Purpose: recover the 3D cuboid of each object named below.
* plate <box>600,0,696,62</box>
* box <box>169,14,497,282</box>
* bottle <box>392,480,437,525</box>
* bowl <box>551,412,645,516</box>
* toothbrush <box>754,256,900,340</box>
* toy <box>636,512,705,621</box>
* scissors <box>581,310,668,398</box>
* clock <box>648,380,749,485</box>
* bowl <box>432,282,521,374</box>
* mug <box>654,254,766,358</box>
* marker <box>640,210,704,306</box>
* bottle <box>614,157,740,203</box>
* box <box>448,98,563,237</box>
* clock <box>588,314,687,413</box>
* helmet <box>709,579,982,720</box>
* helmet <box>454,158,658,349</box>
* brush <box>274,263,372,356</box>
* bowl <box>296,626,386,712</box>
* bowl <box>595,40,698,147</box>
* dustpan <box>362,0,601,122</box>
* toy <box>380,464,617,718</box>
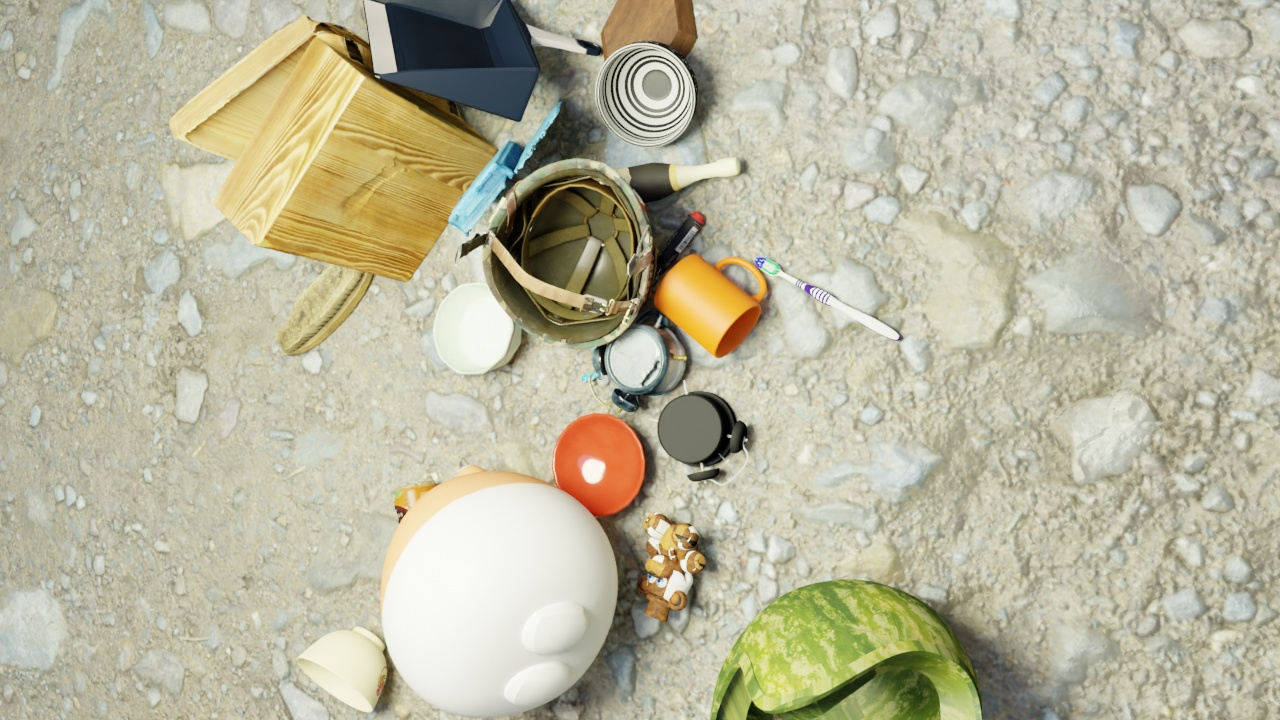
[{"bbox_3d":[0.004,-0.403,1.127,0.131,0.025,0.131,-2,85,23],"label":"plate"},{"bbox_3d":[-0.368,-0.277,1.141,0.220,0.278,0.259,44,102,21],"label":"box"},{"bbox_3d":[-0.275,0.241,1.179,0.059,0.059,0.167,-17,80,21],"label":"bottle"},{"bbox_3d":[-0.045,0.125,1.103,0.122,0.035,0.122,-2,85,23],"label":"bowl"},{"bbox_3d":[0.206,-0.070,1.022,0.187,0.016,0.015,32,98,22],"label":"toothbrush"},{"bbox_3d":[0.032,0.238,1.047,0.087,0.067,0.112,11,77,48],"label":"toy"},{"bbox_3d":[-0.015,-0.014,1.115,0.137,0.012,0.127,19,94,25],"label":"scissors"},{"bbox_3d":[0.072,0.087,1.052,0.091,0.042,0.120,-47,70,13],"label":"clock"},{"bbox_3d":[-0.199,-0.037,1.167,0.118,0.061,0.117,-2,84,23],"label":"bowl"},{"bbox_3d":[0.088,-0.074,1.046,0.112,0.078,0.096,-44,69,-11],"label":"mug"},{"bbox_3d":[0.027,-0.117,1.099,0.023,0.021,0.145,37,102,-9],"label":"marker"},{"bbox_3d":[0.029,-0.215,1.092,0.185,0.045,0.045,-7,83,23],"label":"bottle"},{"bbox_3d":[-0.152,-0.240,1.088,0.033,0.231,0.175,40,101,-16],"label":"box"},{"bbox_3d":[-0.006,0.006,1.077,0.130,0.052,0.090,-36,76,23],"label":"clock"},{"bbox_3d":[0.194,0.322,0.877,0.242,0.248,0.213,-33,94,-23],"label":"helmet"},{"bbox_3d":[-0.078,-0.117,1.019,0.193,0.235,0.225,25,134,4],"label":"helmet"},{"bbox_3d":[-0.444,-0.077,1.284,0.196,0.043,0.059,-43,71,16],"label":"brush"},{"bbox_3d":[-0.376,0.392,1.198,0.118,0.118,0.073,16,50,23],"label":"bowl"},{"bbox_3d":[0.013,-0.320,1.089,0.120,0.066,0.120,8,121,13],"label":"bowl"},{"bbox_3d":[-0.184,-0.388,1.114,0.080,0.272,0.236,-60,34,31],"label":"dustpan"},{"bbox_3d":[-0.160,0.249,1.033,0.281,0.265,0.263,41,120,49],"label":"toy"}]
